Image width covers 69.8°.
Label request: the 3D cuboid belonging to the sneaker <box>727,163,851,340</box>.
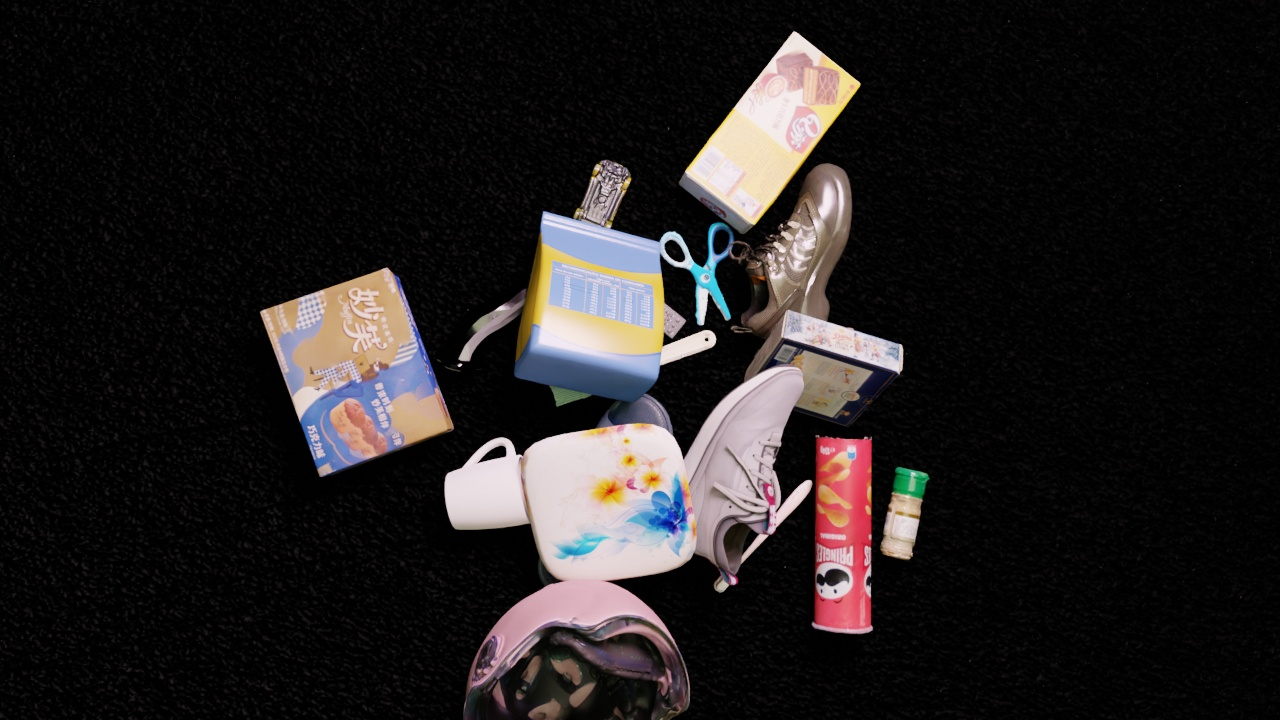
[{"bbox_3d":[0.165,-0.131,1.123,0.143,0.101,0.238,12,91,-12],"label":"sneaker"}]

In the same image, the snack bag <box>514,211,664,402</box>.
[{"bbox_3d":[-0.055,-0.070,1.079,0.159,0.102,0.204,13,64,-16],"label":"snack bag"}]

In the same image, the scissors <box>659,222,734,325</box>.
[{"bbox_3d":[0.091,-0.113,1.158,0.114,0.013,0.140,-30,87,-8],"label":"scissors"}]

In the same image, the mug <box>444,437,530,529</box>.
[{"bbox_3d":[-0.180,0.145,1.088,0.087,0.081,0.114,-10,55,1],"label":"mug"}]

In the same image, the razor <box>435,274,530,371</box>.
[{"bbox_3d":[-0.179,-0.048,1.108,0.060,0.057,0.156,42,83,-34],"label":"razor"}]

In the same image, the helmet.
[{"bbox_3d":[-0.085,0.350,1.029,0.230,0.152,0.256,36,101,-28],"label":"helmet"}]

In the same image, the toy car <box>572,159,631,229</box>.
[{"bbox_3d":[-0.049,-0.197,1.139,0.049,0.030,0.107,24,86,-5],"label":"toy car"}]

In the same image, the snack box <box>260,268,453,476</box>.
[{"bbox_3d":[-0.329,0.014,1.078,0.155,0.069,0.202,-20,89,-7],"label":"snack box"}]

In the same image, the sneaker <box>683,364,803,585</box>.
[{"bbox_3d":[0.124,0.130,1.055,0.129,0.096,0.263,39,104,32],"label":"sneaker"}]

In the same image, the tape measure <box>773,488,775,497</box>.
[{"bbox_3d":[0.129,0.173,1.130,0.065,0.037,0.064,29,83,-3],"label":"tape measure"}]

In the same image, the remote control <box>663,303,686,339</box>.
[{"bbox_3d":[-0.006,-0.081,1.147,0.140,0.009,0.030,39,84,-2],"label":"remote control"}]

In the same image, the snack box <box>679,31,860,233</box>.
[{"bbox_3d":[0.161,-0.282,1.150,0.110,0.062,0.230,38,84,-2],"label":"snack box"}]

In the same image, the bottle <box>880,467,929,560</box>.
[{"bbox_3d":[0.330,0.192,1.148,0.043,0.043,0.111,13,86,-5],"label":"bottle"}]

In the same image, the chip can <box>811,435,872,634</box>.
[{"bbox_3d":[0.248,0.209,1.124,0.073,0.073,0.233,2,85,-6],"label":"chip can"}]

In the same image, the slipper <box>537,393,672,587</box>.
[{"bbox_3d":[-0.045,0.161,1.080,0.101,0.082,0.263,26,88,12],"label":"slipper"}]

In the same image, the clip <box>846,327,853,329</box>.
[{"bbox_3d":[0.241,-0.022,1.162,0.060,0.024,0.039,-6,84,4],"label":"clip"}]

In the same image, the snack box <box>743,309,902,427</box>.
[{"bbox_3d":[0.213,0.013,1.096,0.145,0.145,0.042,17,57,-6],"label":"snack box"}]

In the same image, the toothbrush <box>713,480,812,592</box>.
[{"bbox_3d":[0.154,0.217,1.141,0.015,0.018,0.181,43,83,-2],"label":"toothbrush"}]

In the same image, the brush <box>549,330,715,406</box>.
[{"bbox_3d":[-0.007,0.007,1.141,0.217,0.012,0.033,-20,89,-8],"label":"brush"}]

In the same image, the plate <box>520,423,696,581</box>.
[{"bbox_3d":[-0.036,0.167,1.036,0.187,0.016,0.187,-9,105,6],"label":"plate"}]
